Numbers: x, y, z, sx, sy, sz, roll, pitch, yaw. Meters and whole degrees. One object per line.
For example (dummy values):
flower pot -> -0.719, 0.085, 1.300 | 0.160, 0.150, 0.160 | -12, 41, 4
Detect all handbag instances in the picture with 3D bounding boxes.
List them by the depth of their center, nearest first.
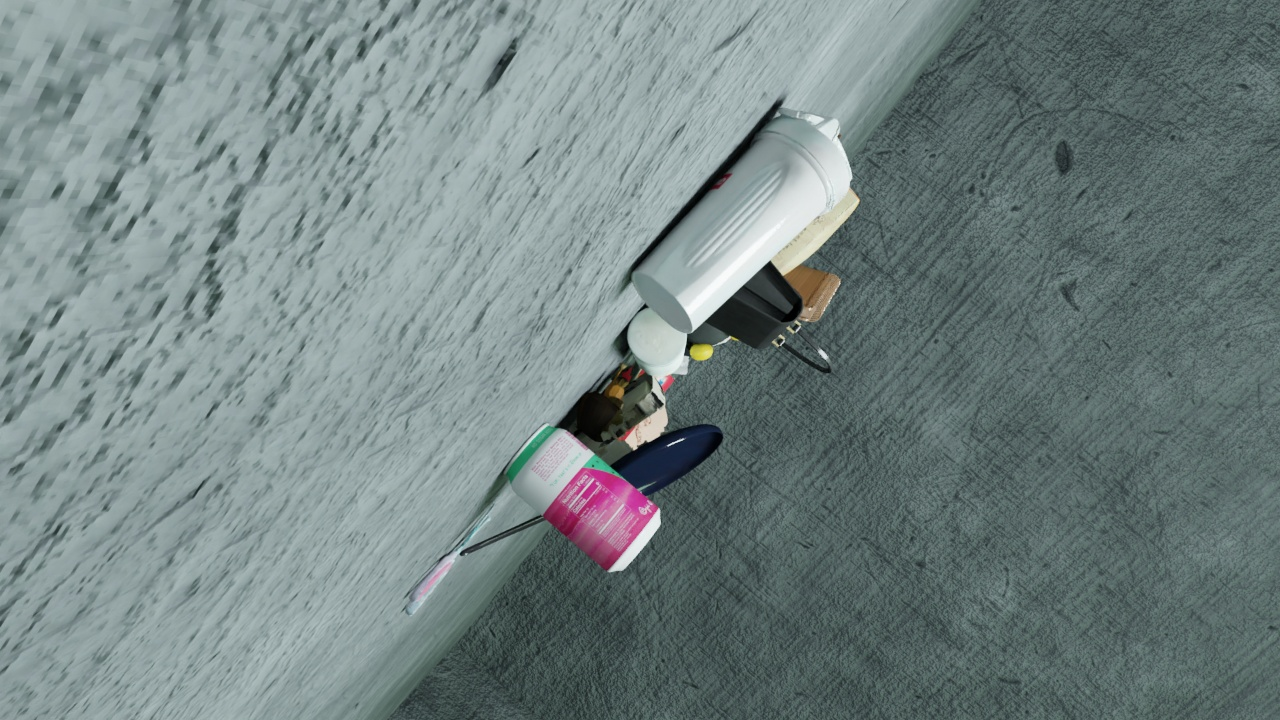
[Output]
handbag -> 0.118, -0.052, 0.931 | 0.072, 0.196, 0.176 | -50, 176, -6
handbag -> -0.072, 0.112, 1.465 | 0.188, 0.116, 0.198 | -6, -170, 30

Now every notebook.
notebook -> 0.161, -0.103, 1.169 | 0.210, 0.169, 0.022 | -41, 147, -65

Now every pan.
pan -> -0.054, 0.160, 1.114 | 0.355, 0.021, 0.199 | -21, 159, -24

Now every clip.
clip -> -0.009, 0.006, 1.270 | 0.076, 0.047, 0.023 | -55, 176, 25

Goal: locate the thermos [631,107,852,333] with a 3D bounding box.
thermos -> 0.092, -0.124, 0.789 | 0.220, 0.099, 0.099 | -45, 175, -15

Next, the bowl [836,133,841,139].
bowl -> 0.177, -0.229, 1.058 | 0.118, 0.030, 0.117 | -44, -173, 6

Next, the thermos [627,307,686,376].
thermos -> 0.022, -0.019, 1.108 | 0.068, 0.068, 0.230 | -50, 176, -3

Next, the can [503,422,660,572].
can -> -0.063, 0.149, 0.999 | 0.088, 0.166, 0.088 | -50, 176, -5

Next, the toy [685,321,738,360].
toy -> 0.094, -0.070, 1.223 | 0.098, 0.100, 0.119 | -30, -169, 24

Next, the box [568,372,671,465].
box -> -0.011, 0.116, 1.192 | 0.143, 0.101, 0.194 | -36, -166, 10

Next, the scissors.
scissors -> -0.237, 0.250, 1.120 | 0.159, 0.014, 0.172 | -55, 177, 36

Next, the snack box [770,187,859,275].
snack box -> 0.192, -0.175, 1.133 | 0.145, 0.080, 0.195 | -42, -173, 17

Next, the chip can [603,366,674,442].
chip can -> -0.048, 0.094, 1.328 | 0.232, 0.073, 0.073 | -50, 176, -12

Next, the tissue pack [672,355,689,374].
tissue pack -> 0.070, -0.027, 1.584 | 0.181, 0.071, 0.104 | -53, 176, -11

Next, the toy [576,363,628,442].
toy -> -0.041, 0.051, 1.141 | 0.100, 0.062, 0.076 | -60, -161, -10

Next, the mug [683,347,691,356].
mug -> 0.087, -0.066, 1.445 | 0.078, 0.071, 0.105 | 118, -14, -71
